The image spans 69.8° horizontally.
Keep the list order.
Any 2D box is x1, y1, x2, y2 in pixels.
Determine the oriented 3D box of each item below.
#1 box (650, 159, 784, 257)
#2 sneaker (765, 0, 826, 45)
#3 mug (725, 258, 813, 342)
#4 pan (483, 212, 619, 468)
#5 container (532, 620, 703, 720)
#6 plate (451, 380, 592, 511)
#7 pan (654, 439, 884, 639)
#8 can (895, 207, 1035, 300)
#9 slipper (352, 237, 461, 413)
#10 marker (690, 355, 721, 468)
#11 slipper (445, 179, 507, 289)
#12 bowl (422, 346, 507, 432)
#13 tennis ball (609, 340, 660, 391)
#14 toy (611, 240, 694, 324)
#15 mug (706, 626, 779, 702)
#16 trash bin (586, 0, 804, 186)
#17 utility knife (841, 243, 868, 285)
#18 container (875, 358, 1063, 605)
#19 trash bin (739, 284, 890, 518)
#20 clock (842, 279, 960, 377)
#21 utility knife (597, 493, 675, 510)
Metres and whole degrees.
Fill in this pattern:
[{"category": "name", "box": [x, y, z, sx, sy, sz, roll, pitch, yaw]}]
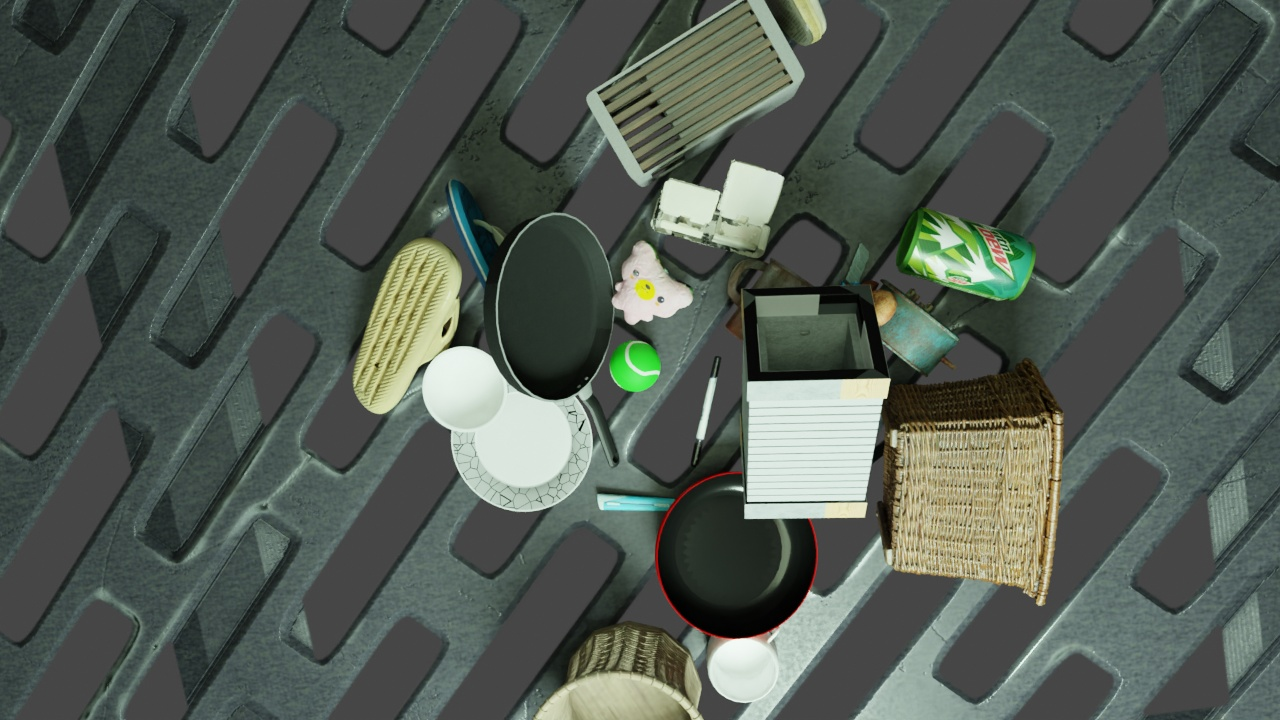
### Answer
[{"category": "box", "box": [0.090, -0.175, 1.092, 0.145, 0.186, 0.065, 16, 71, -1]}, {"category": "sneaker", "box": [0.187, -0.500, 1.093, 0.102, 0.089, 0.241, -21, 91, -1]}, {"category": "mug", "box": [0.157, -0.069, 1.144, 0.123, 0.096, 0.110, 37, 94, 19]}, {"category": "pan", "box": [-0.089, -0.008, 1.137, 0.034, 0.224, 0.357, 4, 126, 33]}, {"category": "container", "box": [-0.018, 0.460, 1.163, 0.227, 0.196, 0.227, 1, 97, 4]}, {"category": "plate", "box": [-0.157, 0.107, 1.222, 0.188, 0.016, 0.188, 1, 97, 5]}, {"category": "pan", "box": [0.180, 0.205, 1.183, 0.356, 0.067, 0.209, -35, 92, -9]}, {"category": "can", "box": [0.393, -0.128, 1.116, 0.144, 0.083, 0.083, 16, 98, 2]}, {"category": "slipper", "box": [-0.293, -0.045, 1.188, 0.111, 0.079, 0.262, 42, 115, 22]}, {"category": "marker", "box": [0.086, 0.068, 1.201, 0.011, 0.011, 0.152, 13, 97, 3]}, {"category": "slipper", "box": [-0.159, -0.093, 1.149, 0.060, 0.118, 0.295, -22, 95, 2]}, {"category": "bowl", "box": [-0.222, 0.035, 1.188, 0.110, 0.040, 0.110, 1, 96, 5]}, {"category": "tennis ball", "box": [-0.007, 0.007, 1.173, 0.065, 0.065, 0.065, 1, 97, 4]}, {"category": "toy", "box": [0.007, -0.092, 1.168, 0.093, 0.050, 0.102, -39, 89, 11]}, {"category": "mug", "box": [0.141, 0.385, 1.206, 0.094, 0.068, 0.116, 43, 98, -1]}, {"category": "trash bin", "box": [0.065, -0.319, 1.103, 0.229, 0.114, 0.114, -30, 94, 7]}, {"category": "utility knife", "box": [0.251, -0.055, 1.172, 0.031, 0.015, 0.196, 19, 97, -2]}, {"category": "container", "box": [0.382, 0.142, 1.094, 0.183, 0.162, 0.250, -1, 111, 10]}, {"category": "trash bin", "box": [0.190, 0.054, 1.062, 0.142, 0.142, 0.247, -1, 136, 4]}, {"category": "clock", "box": [0.312, -0.055, 1.110, 0.157, 0.121, 0.073, 36, 102, -10]}, {"category": "utility knife", "box": [0.001, 0.189, 1.221, 0.117, 0.015, 0.022, 1, 96, 2]}]
